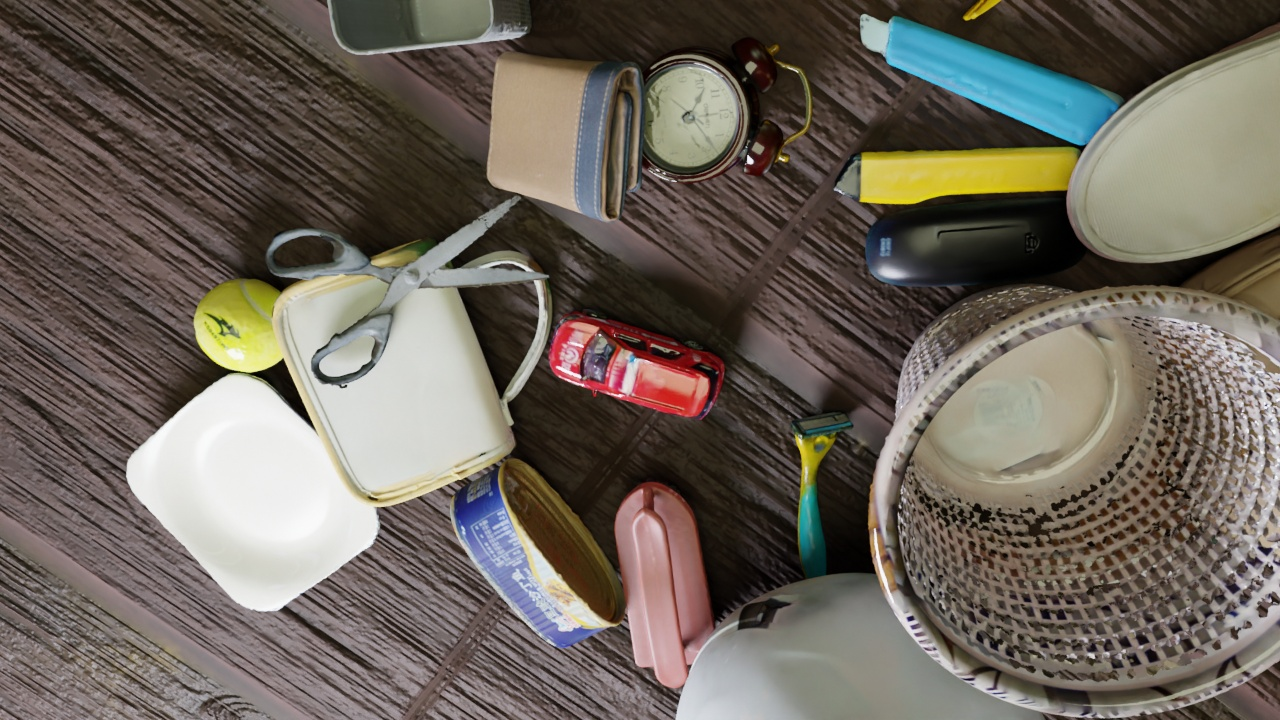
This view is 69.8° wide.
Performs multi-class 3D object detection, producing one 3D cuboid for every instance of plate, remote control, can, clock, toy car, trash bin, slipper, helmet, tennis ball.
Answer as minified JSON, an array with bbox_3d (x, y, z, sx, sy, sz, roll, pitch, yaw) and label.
[{"bbox_3d":[-0.285,0.097,0.690,0.165,0.034,0.163,-34,101,20],"label":"plate"},{"bbox_3d":[0.212,-0.073,0.575,0.136,0.024,0.053,-4,106,9],"label":"remote control"},{"bbox_3d":[-0.071,0.139,0.655,0.049,0.074,0.148,-30,110,17],"label":"can"},{"bbox_3d":[0.043,-0.150,0.557,0.122,0.055,0.082,-4,107,12],"label":"clock"},{"bbox_3d":[-0.004,0.004,0.620,0.120,0.045,0.053,17,108,4],"label":"toy car"},{"bbox_3d":[0.235,0.049,0.521,0.227,0.191,0.228,2,108,7],"label":"trash bin"},{"bbox_3d":[0.376,-0.141,0.515,0.275,0.054,0.114,-26,103,17],"label":"slipper"},{"bbox_3d":[0.120,0.223,0.600,0.228,0.145,0.259,-4,150,-19],"label":"helmet"},{"bbox_3d":[-0.273,-0.024,0.636,0.065,0.065,0.065,2,108,7],"label":"tennis ball"}]

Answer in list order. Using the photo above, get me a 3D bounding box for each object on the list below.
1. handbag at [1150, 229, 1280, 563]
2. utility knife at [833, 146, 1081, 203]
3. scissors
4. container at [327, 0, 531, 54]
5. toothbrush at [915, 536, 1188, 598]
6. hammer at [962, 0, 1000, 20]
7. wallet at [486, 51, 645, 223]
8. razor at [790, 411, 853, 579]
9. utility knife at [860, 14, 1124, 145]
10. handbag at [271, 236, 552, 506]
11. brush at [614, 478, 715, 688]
[{"bbox_3d":[0.399,0.025,0.541,0.148,0.099,0.204,-17,101,16],"label":"handbag"},{"bbox_3d":[0.216,-0.115,0.566,0.192,0.015,0.033,0,114,6],"label":"utility knife"},{"bbox_3d":[-0.153,-0.050,0.590,0.178,0.014,0.159,21,96,-14],"label":"scissors"},{"bbox_3d":[-0.115,-0.224,0.524,0.090,0.114,0.090,-2,107,9],"label":"container"},{"bbox_3d":[0.258,0.150,0.640,0.221,0.026,0.026,-10,138,11],"label":"toothbrush"},{"bbox_3d":[0.098,-0.269,0.524,0.301,0.032,0.129,6,107,6],"label":"hammer"},{"bbox_3d":[-0.049,-0.138,0.557,0.115,0.033,0.090,22,113,40],"label":"wallet"},{"bbox_3d":[0.123,0.102,0.642,0.043,0.028,0.133,-10,107,-23],"label":"razor"},{"bbox_3d":[0.205,-0.171,0.548,0.162,0.018,0.034,23,103,2],"label":"utility knife"},{"bbox_3d":[-0.140,-0.002,0.636,0.178,0.063,0.163,-19,105,-2],"label":"handbag"},{"bbox_3d":[0.017,0.155,0.652,0.063,0.069,0.146,-7,107,9],"label":"brush"}]
